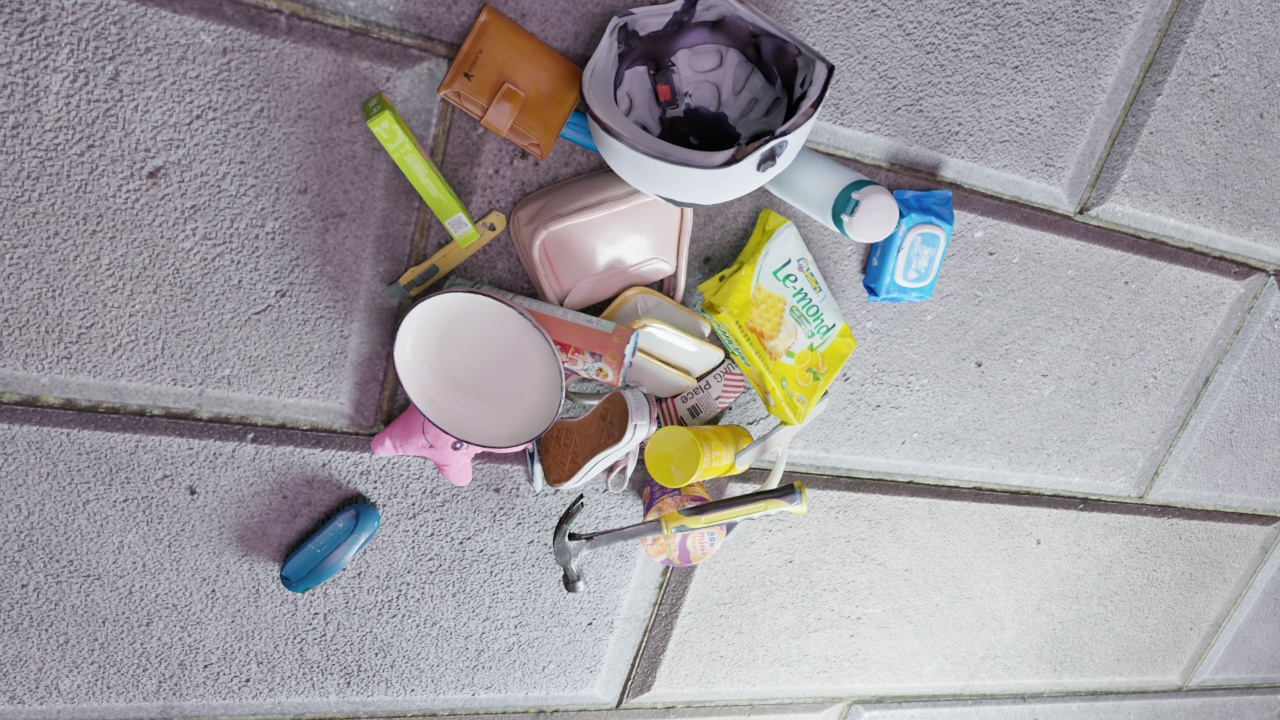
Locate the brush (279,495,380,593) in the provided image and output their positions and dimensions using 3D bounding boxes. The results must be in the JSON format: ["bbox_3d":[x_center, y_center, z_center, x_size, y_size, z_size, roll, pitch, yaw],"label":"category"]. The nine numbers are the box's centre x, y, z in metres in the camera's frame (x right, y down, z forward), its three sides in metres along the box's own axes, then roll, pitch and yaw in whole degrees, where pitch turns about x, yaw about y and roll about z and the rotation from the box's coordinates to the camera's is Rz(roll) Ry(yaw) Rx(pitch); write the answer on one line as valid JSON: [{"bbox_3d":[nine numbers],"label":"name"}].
[{"bbox_3d":[-0.370,0.226,1.095,0.144,0.073,0.055,-41,118,3],"label":"brush"}]

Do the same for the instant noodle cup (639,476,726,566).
[{"bbox_3d":[0.050,0.200,1.219,0.111,0.099,0.112,-3,116,-6],"label":"instant noodle cup"}]

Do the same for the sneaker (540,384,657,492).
[{"bbox_3d":[-0.040,0.095,1.090,0.087,0.118,0.242,4,156,-33],"label":"sneaker"}]

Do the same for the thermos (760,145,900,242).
[{"bbox_3d":[0.204,-0.189,1.014,0.073,0.224,0.073,-9,119,-17],"label":"thermos"}]

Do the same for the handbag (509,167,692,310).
[{"bbox_3d":[-0.034,-0.101,1.063,0.193,0.093,0.234,-20,129,-11],"label":"handbag"}]

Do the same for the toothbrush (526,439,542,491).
[{"bbox_3d":[-0.141,0.087,1.144,0.016,0.018,0.192,-1,118,7],"label":"toothbrush"}]

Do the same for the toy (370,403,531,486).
[{"bbox_3d":[-0.205,0.059,1.068,0.178,0.074,0.195,22,109,-14],"label":"toy"}]

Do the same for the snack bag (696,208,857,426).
[{"bbox_3d":[0.169,-0.046,1.141,0.157,0.068,0.246,-50,124,-23],"label":"snack bag"}]

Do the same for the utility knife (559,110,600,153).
[{"bbox_3d":[-0.102,-0.263,0.981,0.165,0.018,0.034,16,109,-26],"label":"utility knife"}]

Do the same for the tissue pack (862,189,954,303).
[{"bbox_3d":[0.351,-0.146,1.193,0.094,0.052,0.157,0,115,-21],"label":"tissue pack"}]

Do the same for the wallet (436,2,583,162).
[{"bbox_3d":[-0.132,-0.277,0.940,0.130,0.035,0.119,29,85,-25],"label":"wallet"}]

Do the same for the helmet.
[{"bbox_3d":[0.058,-0.250,0.946,0.258,0.229,0.146,-43,161,-23],"label":"helmet"}]

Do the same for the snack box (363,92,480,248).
[{"bbox_3d":[-0.222,-0.192,0.932,0.026,0.085,0.156,-34,122,0],"label":"snack box"}]

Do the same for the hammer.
[{"bbox_3d":[0.049,0.200,1.148,0.323,0.032,0.126,-13,116,-1],"label":"hammer"}]

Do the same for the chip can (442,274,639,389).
[{"bbox_3d":[-0.111,-0.032,1.003,0.215,0.071,0.071,16,112,7],"label":"chip can"}]

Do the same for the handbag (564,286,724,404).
[{"bbox_3d":[-0.007,0.006,1.107,0.179,0.063,0.163,-40,140,24],"label":"handbag"}]

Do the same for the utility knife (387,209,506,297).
[{"bbox_3d":[-0.212,-0.117,1.018,0.151,0.018,0.031,-40,128,-3],"label":"utility knife"}]

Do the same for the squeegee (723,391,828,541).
[{"bbox_3d":[0.158,0.180,1.258,0.245,0.039,0.247,-25,148,-48],"label":"squeegee"}]

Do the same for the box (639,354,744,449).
[{"bbox_3d":[0.059,0.052,1.194,0.164,0.064,0.074,-35,99,-2],"label":"box"}]

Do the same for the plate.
[{"bbox_3d":[-0.167,0.005,0.975,0.192,0.038,0.193,7,121,12],"label":"plate"}]

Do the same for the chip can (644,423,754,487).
[{"bbox_3d":[0.080,0.114,1.145,0.072,0.072,0.213,-58,158,12],"label":"chip can"}]
